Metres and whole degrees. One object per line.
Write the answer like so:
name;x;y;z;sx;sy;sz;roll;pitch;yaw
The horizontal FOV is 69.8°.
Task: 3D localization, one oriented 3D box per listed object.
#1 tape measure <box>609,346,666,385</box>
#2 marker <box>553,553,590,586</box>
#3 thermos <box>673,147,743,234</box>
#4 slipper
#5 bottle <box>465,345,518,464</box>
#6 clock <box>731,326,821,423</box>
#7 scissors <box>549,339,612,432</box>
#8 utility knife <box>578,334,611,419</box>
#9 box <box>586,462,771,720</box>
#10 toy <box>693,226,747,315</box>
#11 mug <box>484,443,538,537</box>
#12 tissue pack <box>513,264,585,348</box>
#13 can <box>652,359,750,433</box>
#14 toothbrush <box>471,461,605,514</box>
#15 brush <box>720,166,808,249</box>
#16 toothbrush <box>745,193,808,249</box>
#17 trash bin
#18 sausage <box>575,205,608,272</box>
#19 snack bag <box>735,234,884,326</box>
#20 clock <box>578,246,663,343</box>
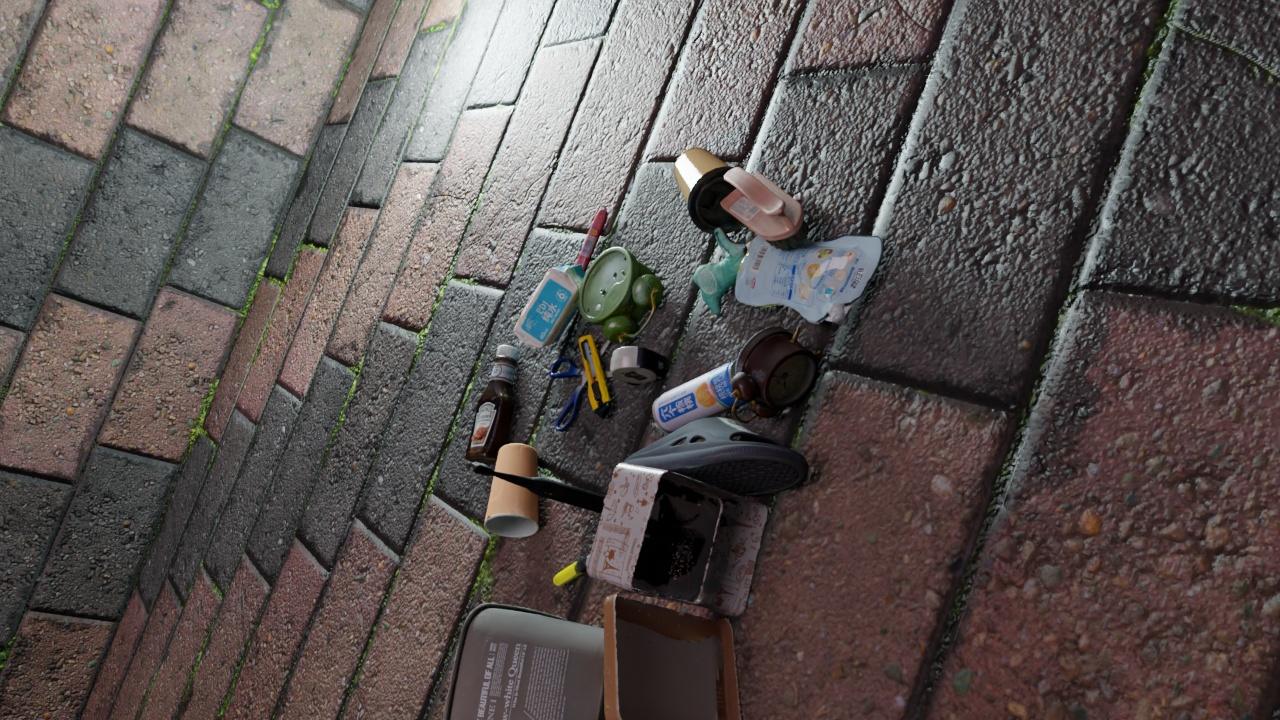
tape measure;-0.007;0.007;1.232;0.066;0.066;0.033;-19;59;44
marker;-0.070;0.269;1.216;0.124;0.015;0.018;-37;47;29
thermos;0.094;-0.231;1.224;0.093;0.093;0.143;-52;31;18
slipper;0.073;0.104;1.054;0.269;0.110;0.083;-16;57;49
bottle;-0.234;0.071;1.491;0.080;0.044;0.194;-10;63;47
clock;0.145;0.019;1.027;0.122;0.082;0.055;-49;44;1
scissors;-0.088;0.030;1.363;0.176;0.012;0.162;12;80;51
utility knife;-0.069;0.020;1.324;0.033;0.015;0.154;-38;46;23
box;0.037;0.252;0.960;0.107;0.177;0.271;-17;58;45
toy;0.107;-0.120;1.180;0.092;0.030;0.096;-33;78;26
mug;-0.185;0.189;1.349;0.078;0.078;0.122;-31;45;37
tissue pack;-0.134;-0.085;1.407;0.140;0.063;0.090;-57;-5;14
can;0.078;0.046;1.120;0.135;0.053;0.053;-27;52;40
toothbrush;-0.125;0.161;1.172;0.026;0.212;0.027;-61;37;8
brush;0.148;-0.183;1.097;0.063;0.073;0.145;-38;35;3
toothbrush;0.143;-0.152;1.175;0.181;0.016;0.016;-40;40;30
trash bin;-0.075;0.383;1.025;0.220;0.198;0.198;-10;64;41
sausage;-0.084;-0.174;1.456;0.020;0.020;0.156;19;87;53
snack bag;0.193;-0.102;1.071;0.191;0.039;0.110;21;78;53
clock;-0.026;-0.091;1.313;0.116;0.056;0.161;-54;39;17
